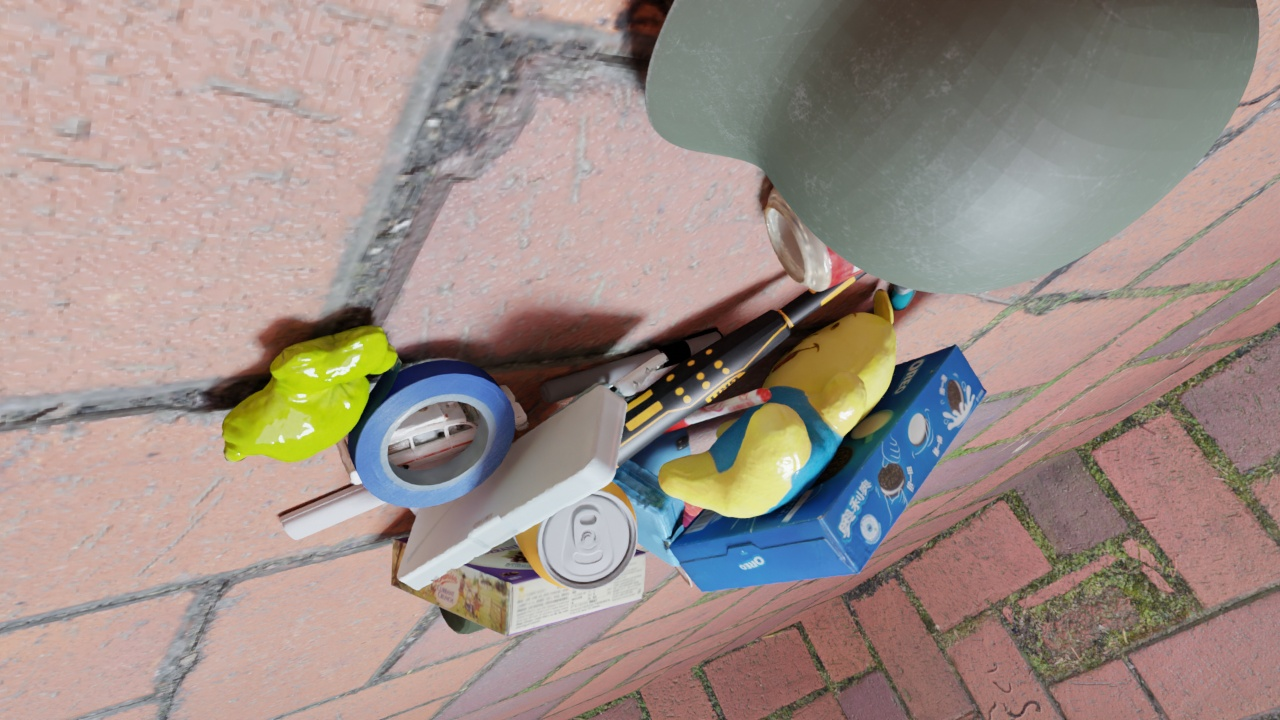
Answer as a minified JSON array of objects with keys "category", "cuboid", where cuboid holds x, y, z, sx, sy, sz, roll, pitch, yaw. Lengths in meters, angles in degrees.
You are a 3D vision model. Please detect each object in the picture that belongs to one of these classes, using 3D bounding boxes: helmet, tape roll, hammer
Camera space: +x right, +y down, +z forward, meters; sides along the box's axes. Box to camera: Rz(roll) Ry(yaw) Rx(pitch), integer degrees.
[{"category":"helmet","cuboid":[0.154,-0.116,0.387,0.267,0.154,0.228,-22,160,-43]},{"category":"tape roll","cuboid":[-0.120,0.043,0.531,0.093,0.016,0.091,17,108,-39]},{"category":"hammer","cuboid":[0.100,-0.027,0.640,0.320,0.036,0.123,-35,162,2]}]

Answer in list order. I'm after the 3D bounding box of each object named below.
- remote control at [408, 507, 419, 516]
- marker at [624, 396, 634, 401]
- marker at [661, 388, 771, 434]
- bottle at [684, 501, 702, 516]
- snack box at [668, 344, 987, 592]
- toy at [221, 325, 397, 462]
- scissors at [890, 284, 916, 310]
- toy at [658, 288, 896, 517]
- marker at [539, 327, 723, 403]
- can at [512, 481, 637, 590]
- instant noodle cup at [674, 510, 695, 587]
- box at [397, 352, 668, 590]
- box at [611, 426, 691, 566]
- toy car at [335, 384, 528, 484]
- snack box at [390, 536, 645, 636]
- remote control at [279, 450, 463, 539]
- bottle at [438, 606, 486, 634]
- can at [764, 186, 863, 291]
[{"category":"remote control","cuboid":[-0.154,0.120,0.737,0.045,0.008,0.147,-23,157,-10]},{"category":"marker","cuboid":[-0.003,0.033,0.715,0.152,0.011,0.011,-17,155,-23]},{"category":"marker","cuboid":[0.043,0.040,0.678,0.012,0.012,0.143,-7,170,-40]},{"category":"bottle","cuboid":[0.089,0.120,0.961,0.109,0.044,0.044,-33,157,12]},{"category":"snack box","cuboid":[0.159,0.093,0.783,0.238,0.056,0.196,-41,-172,-35]},{"category":"toy","cuboid":[-0.169,0.018,0.471,0.094,0.036,0.094,-22,153,-29]},{"category":"scissors","cuboid":[0.225,-0.064,0.726,0.152,0.019,0.128,-21,166,-35]},{"category":"toy","cuboid":[0.126,0.040,0.720,0.213,0.084,0.149,-40,-174,-41]},{"category":"marker","cuboid":[-0.004,0.004,0.646,0.140,0.016,0.016,-17,155,-23]},{"category":"can","cuboid":[-0.054,0.111,0.659,0.079,0.079,0.142,-21,-170,-14]},{"category":"instant noodle cup","cuboid":[0.073,0.180,1.021,0.108,0.097,0.098,-32,158,-10]},{"category":"box","cuboid":[-0.074,0.068,0.598,0.198,0.049,0.136,-32,-165,34]},{"category":"box","cuboid":[0.018,0.107,0.840,0.102,0.094,0.232,-53,161,-15]},{"category":"toy car","cuboid":[-0.128,0.039,0.562,0.113,0.039,0.039,-19,135,-22]},{"category":"snack box","cuboid":[-0.096,0.165,0.727,0.148,0.040,0.143,7,-175,42]},{"category":"remote control","cuboid":[-0.183,0.092,0.641,0.130,0.012,0.033,-23,157,-12]},{"category":"bottle","cuboid":[-0.095,0.207,0.908,0.206,0.071,0.072,-9,151,-37]},{"category":"can","cuboid":[0.159,-0.101,0.533,0.170,0.067,0.067,-25,157,-6]}]
